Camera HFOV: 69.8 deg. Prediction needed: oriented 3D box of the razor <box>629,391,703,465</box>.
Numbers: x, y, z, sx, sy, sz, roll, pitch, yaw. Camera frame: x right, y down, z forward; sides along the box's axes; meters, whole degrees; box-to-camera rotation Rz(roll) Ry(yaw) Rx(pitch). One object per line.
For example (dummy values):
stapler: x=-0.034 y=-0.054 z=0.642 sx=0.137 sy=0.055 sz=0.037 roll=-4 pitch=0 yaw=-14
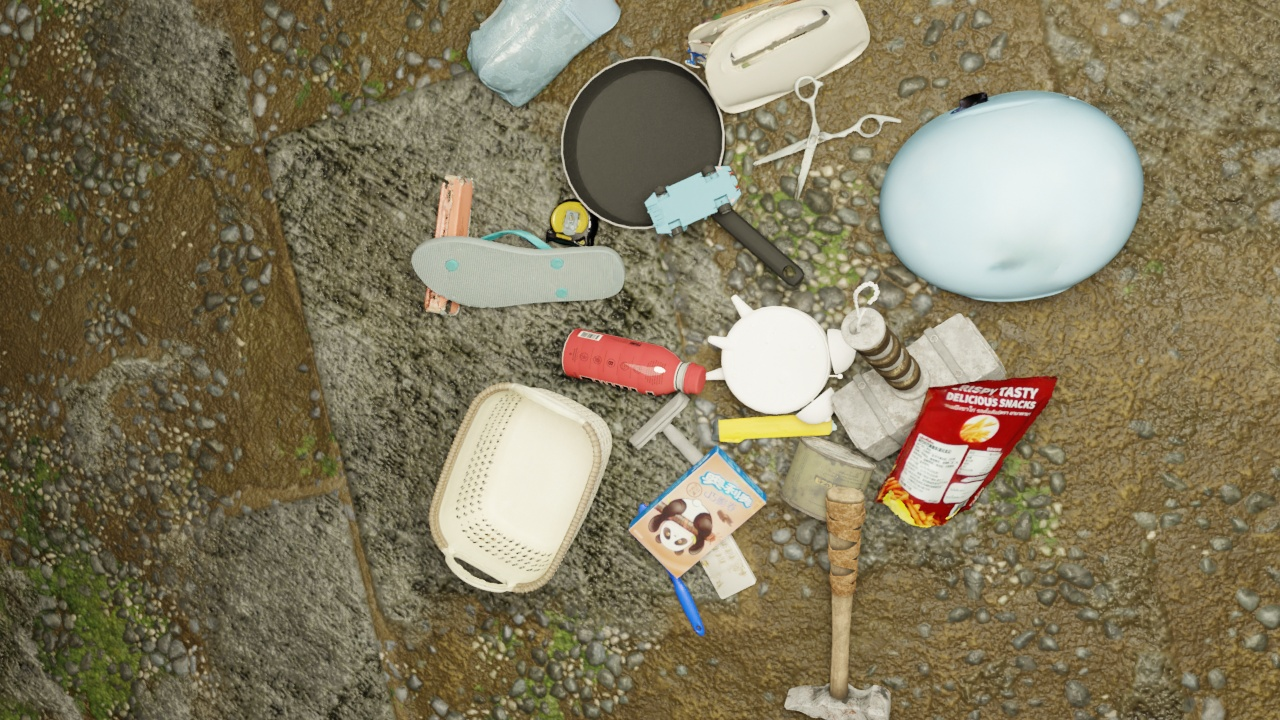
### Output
razor: x=0.058 y=0.110 z=1.133 sx=0.088 sy=0.047 sz=0.116 roll=-44 pitch=89 yaw=15

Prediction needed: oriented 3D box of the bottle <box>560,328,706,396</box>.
bottle: x=-0.007 y=0.007 z=1.122 sx=0.177 sy=0.062 sz=0.062 roll=13 pitch=97 yaw=21

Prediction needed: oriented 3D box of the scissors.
scissors: x=0.214 y=-0.259 z=1.058 sx=0.175 sy=0.014 sz=0.142 roll=-9 pitch=115 yaw=5

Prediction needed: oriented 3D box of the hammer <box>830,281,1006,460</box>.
hammer: x=0.253 y=0.002 z=0.922 sx=0.177 sy=0.326 sz=0.079 roll=-35 pitch=61 yaw=15

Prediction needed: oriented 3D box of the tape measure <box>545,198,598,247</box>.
tape measure: x=-0.085 y=-0.173 z=1.156 sx=0.062 sy=0.034 sz=0.061 roll=13 pitch=96 yaw=14

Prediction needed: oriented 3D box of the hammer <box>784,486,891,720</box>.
hammer: x=0.228 y=0.287 z=1.045 sx=0.122 sy=0.048 sz=0.319 roll=5 pitch=114 yaw=20

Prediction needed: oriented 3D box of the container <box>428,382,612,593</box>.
container: x=-0.140 y=0.150 z=1.139 sx=0.184 sy=0.142 sz=0.246 roll=27 pitch=101 yaw=13

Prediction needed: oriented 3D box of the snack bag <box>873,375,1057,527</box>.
snack bag: x=0.341 y=0.096 z=0.981 sx=0.139 sy=0.066 sz=0.208 roll=4 pitch=135 yaw=-11

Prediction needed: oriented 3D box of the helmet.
helmet: x=0.377 y=-0.168 z=0.956 sx=0.266 sy=0.166 sz=0.225 roll=-7 pitch=102 yaw=26

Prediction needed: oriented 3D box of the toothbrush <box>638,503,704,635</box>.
toothbrush: x=0.040 y=0.264 z=1.162 sx=0.016 sy=0.018 sz=0.182 roll=-25 pitch=89 yaw=16

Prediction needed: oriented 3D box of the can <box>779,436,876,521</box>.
can: x=0.215 y=0.139 z=1.060 sx=0.090 sy=0.089 sz=0.074 roll=22 pitch=99 yaw=14

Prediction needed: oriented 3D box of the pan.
pan: x=0.060 y=-0.211 z=1.105 sx=0.355 sy=0.044 sz=0.204 roll=43 pitch=104 yaw=10

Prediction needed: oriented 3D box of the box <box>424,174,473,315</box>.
box: x=-0.256 y=-0.152 z=1.204 sx=0.056 sy=0.059 sz=0.187 roll=16 pitch=99 yaw=47

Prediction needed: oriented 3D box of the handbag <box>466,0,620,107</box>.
handbag: x=-0.125 y=-0.410 z=1.114 sx=0.192 sy=0.121 sz=0.118 roll=-39 pitch=66 yaw=17

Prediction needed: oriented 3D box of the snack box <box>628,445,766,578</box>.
snack box: x=0.069 y=0.185 z=1.115 sx=0.151 sy=0.034 sz=0.087 roll=-44 pitch=95 yaw=14

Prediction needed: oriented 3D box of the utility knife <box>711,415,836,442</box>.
utility knife: x=0.160 y=0.082 z=1.112 sx=0.151 sy=0.017 sz=0.030 roll=-4 pitch=98 yaw=17

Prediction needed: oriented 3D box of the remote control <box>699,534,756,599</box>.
remote control: x=0.090 y=0.227 z=1.145 sx=0.050 sy=0.011 sz=0.136 roll=-31 pitch=85 yaw=16

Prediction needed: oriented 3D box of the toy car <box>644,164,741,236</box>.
toy car: x=0.062 y=-0.186 z=1.069 sx=0.108 sy=0.027 sz=0.060 roll=-23 pitch=86 yaw=8

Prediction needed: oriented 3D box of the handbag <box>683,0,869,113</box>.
handbag: x=0.141 y=-0.361 z=0.992 sx=0.201 sy=0.199 sz=0.093 roll=-22 pitch=84 yaw=14

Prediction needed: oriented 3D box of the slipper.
slipper: x=-0.152 y=-0.116 z=1.167 sx=0.269 sy=0.054 sz=0.098 roll=4 pitch=125 yaw=3

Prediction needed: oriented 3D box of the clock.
clock: x=0.161 y=0.000 z=1.075 sx=0.161 sy=0.072 sz=0.125 roll=21 pitch=99 yaw=15
